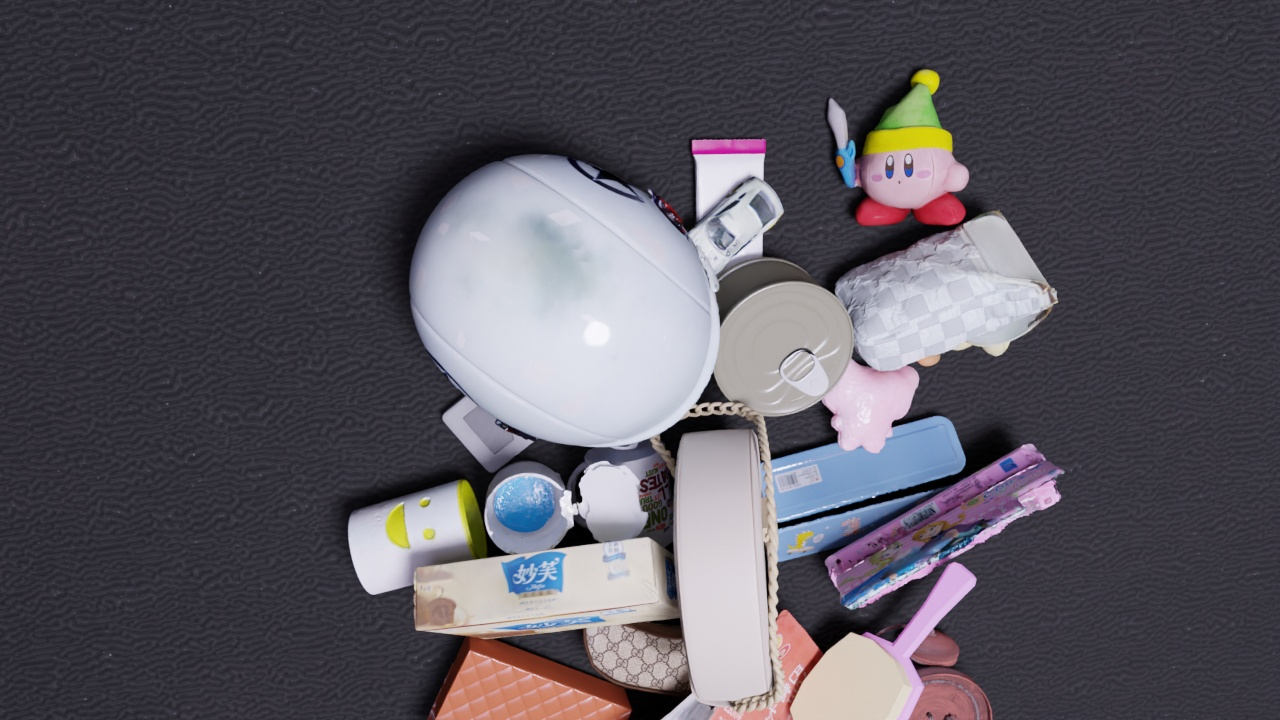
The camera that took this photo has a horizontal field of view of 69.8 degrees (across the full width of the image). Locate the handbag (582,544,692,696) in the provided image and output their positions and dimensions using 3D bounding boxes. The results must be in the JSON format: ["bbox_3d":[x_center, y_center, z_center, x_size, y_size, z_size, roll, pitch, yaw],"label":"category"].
[{"bbox_3d":[0.016,0.250,0.902,0.166,0.063,0.138,12,83,-4],"label":"handbag"}]

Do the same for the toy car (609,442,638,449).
[{"bbox_3d":[-0.005,0.005,0.834,0.056,0.055,0.153,22,87,-50],"label":"toy car"}]

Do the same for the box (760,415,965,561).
[{"bbox_3d":[0.218,0.131,0.897,0.209,0.049,0.120,-14,103,-3],"label":"box"}]

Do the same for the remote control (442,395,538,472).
[{"bbox_3d":[-0.105,0.033,0.858,0.151,0.019,0.074,-38,102,2],"label":"remote control"}]

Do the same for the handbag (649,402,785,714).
[{"bbox_3d":[0.066,0.166,0.780,0.103,0.210,0.209,-4,117,8],"label":"handbag"}]

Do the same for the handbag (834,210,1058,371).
[{"bbox_3d":[0.271,-0.049,0.837,0.172,0.112,0.123,-20,137,10],"label":"handbag"}]

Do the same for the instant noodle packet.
[{"bbox_3d":[0.092,0.350,0.878,0.220,0.084,0.164,-44,136,-7],"label":"instant noodle packet"}]

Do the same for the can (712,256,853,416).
[{"bbox_3d":[0.117,-0.023,0.824,0.127,0.073,0.128,-4,116,-10],"label":"can"}]

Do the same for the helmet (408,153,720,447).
[{"bbox_3d":[-0.069,-0.049,0.742,0.264,0.163,0.237,41,97,13],"label":"helmet"}]

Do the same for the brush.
[{"bbox_3d":[0.237,0.287,0.882,0.043,0.089,0.229,29,100,-46],"label":"brush"}]

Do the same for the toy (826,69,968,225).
[{"bbox_3d":[0.237,-0.191,0.833,0.124,0.096,0.131,5,113,33],"label":"toy"}]

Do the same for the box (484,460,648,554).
[{"bbox_3d":[-0.069,0.128,0.821,0.143,0.137,0.083,-4,91,-6],"label":"box"}]

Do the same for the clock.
[{"bbox_3d":[0.280,0.340,0.933,0.120,0.072,0.158,-26,103,0],"label":"clock"}]

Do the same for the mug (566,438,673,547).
[{"bbox_3d":[-0.022,0.127,0.865,0.105,0.073,0.089,-3,103,24],"label":"mug"}]

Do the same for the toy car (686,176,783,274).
[{"bbox_3d":[0.080,-0.117,0.823,0.105,0.033,0.048,-41,105,2],"label":"toy car"}]

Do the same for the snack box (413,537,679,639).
[{"bbox_3d":[-0.073,0.205,0.806,0.207,0.153,0.055,-9,69,10],"label":"snack box"}]

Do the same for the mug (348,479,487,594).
[{"bbox_3d":[-0.202,0.162,0.842,0.106,0.082,0.082,-16,102,-2],"label":"mug"}]

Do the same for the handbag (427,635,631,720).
[{"bbox_3d":[-0.112,0.348,0.899,0.172,0.060,0.109,25,92,-13],"label":"handbag"}]

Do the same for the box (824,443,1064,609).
[{"bbox_3d":[0.280,0.155,0.858,0.231,0.158,0.066,-32,69,9],"label":"box"}]

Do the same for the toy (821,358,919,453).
[{"bbox_3d":[0.217,0.041,0.876,0.102,0.050,0.093,7,88,-11],"label":"toy"}]

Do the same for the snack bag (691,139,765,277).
[{"bbox_3d":[0.081,-0.104,0.852,0.070,0.016,0.196,-3,102,-9],"label":"snack bag"}]
